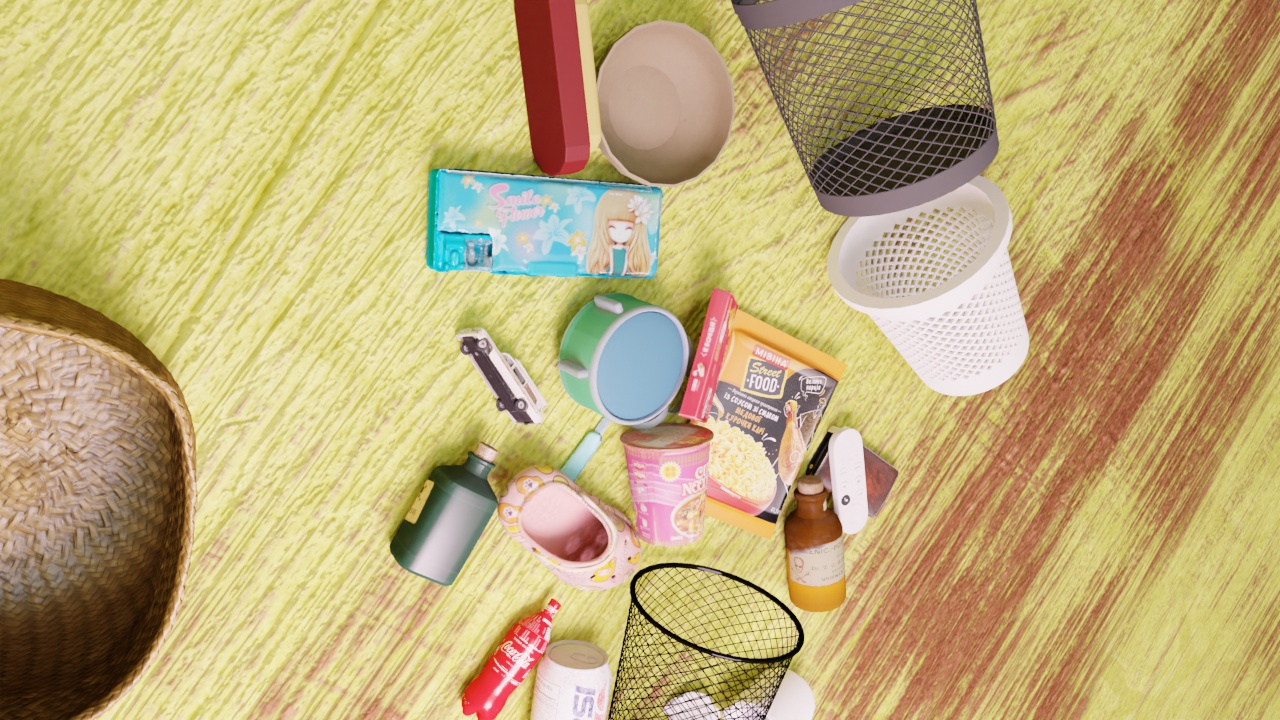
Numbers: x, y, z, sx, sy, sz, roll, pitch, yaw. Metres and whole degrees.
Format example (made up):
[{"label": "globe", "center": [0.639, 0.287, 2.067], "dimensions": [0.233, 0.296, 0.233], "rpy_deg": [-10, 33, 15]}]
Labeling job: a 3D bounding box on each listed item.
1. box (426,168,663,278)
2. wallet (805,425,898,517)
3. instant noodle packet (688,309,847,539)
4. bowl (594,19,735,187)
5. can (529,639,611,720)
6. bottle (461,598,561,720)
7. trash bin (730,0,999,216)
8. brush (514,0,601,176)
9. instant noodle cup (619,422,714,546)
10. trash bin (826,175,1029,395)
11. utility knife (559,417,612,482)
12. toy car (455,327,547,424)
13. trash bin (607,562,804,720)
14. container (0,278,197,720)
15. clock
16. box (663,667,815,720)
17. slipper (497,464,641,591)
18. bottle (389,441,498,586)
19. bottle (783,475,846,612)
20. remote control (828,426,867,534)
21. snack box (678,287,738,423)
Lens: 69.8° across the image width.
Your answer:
[{"label": "box", "center": [-0.085, -0.126, 0.864], "dimensions": [0.226, 0.041, 0.094], "rpy_deg": [-1, 101, -28]}, {"label": "wallet", "center": [0.260, 0.137, 1.120], "dimensions": [0.123, 0.019, 0.072], "rpy_deg": [34, 85, -30]}, {"label": "instant noodle packet", "center": [0.126, 0.075, 1.024], "dimensions": [0.159, 0.032, 0.220], "rpy_deg": [25, 89, -23]}, {"label": "bowl", "center": [0.014, -0.244, 0.884], "dimensions": [0.152, 0.050, 0.152], "rpy_deg": [-6, 104, -27]}, {"label": "can", "center": [-0.075, 0.371, 0.960], "dimensions": [0.078, 0.078, 0.136], "rpy_deg": [4, 99, -29]}, {"label": "bottle", "center": [-0.129, 0.305, 0.937], "dimensions": [0.042, 0.042, 0.141], "rpy_deg": [42, 80, -29]}, {"label": "trash bin", "center": [0.230, -0.289, 0.902], "dimensions": [0.217, 0.218, 0.227], "rpy_deg": [-36, 119, -17]}, {"label": "brush", "center": [-0.071, -0.255, 0.818], "dimensions": [0.041, 0.082, 0.173], "rpy_deg": [-13, 107, -25]}, {"label": "instant noodle cup", "center": [0.029, 0.129, 0.946], "dimensions": [0.097, 0.098, 0.109], "rpy_deg": [-9, 103, -26]}, {"label": "trash bin", "center": [0.342, -0.071, 1.033], "dimensions": [0.195, 0.195, 0.199], "rpy_deg": [-49, 128, -10]}, {"label": "utility knife", "center": [-0.067, 0.109, 0.941], "dimensions": [0.022, 0.015, 0.126], "rpy_deg": [37, 82, -12]}, {"label": "toy car", "center": [-0.130, 0.012, 0.876], "dimensions": [0.038, 0.039, 0.113], "rpy_deg": [-47, 120, -35]}, {"label": "trash bin", "center": [0.051, 0.351, 0.964], "dimensions": [0.183, 0.184, 0.210], "rpy_deg": [8, 105, -29]}, {"label": "container", "center": [-0.465, 0.088, 0.622], "dimensions": [0.306, 0.197, 0.307], "rpy_deg": [-7, 106, -28]}, {"label": "clock", "center": [-0.005, 0.006, 0.923], "dimensions": [0.161, 0.075, 0.122], "rpy_deg": [33, 84, -42]}, {"label": "box", "center": [0.117, 0.415, 1.083], "dimensions": [0.139, 0.142, 0.083], "rpy_deg": [-16, 114, -55]}, {"label": "slipper", "center": [-0.060, 0.180, 0.912], "dimensions": [0.093, 0.081, 0.197], "rpy_deg": [-52, 130, -7]}, {"label": "bottle", "center": [-0.175, 0.138, 0.863], "dimensions": [0.061, 0.061, 0.131], "rpy_deg": [32, 85, -31]}, {"label": "bottle", "center": [0.204, 0.212, 1.079], "dimensions": [0.067, 0.068, 0.157], "rpy_deg": [-14, 108, -25]}, {"label": "remote control", "center": [0.248, 0.144, 1.094], "dimensions": [0.043, 0.013, 0.136], "rpy_deg": [-17, 109, -24]}, {"label": "snack box", "center": [0.072, -0.003, 0.947], "dimensions": [0.021, 0.089, 0.133], "rpy_deg": [15, 87, 12]}]
